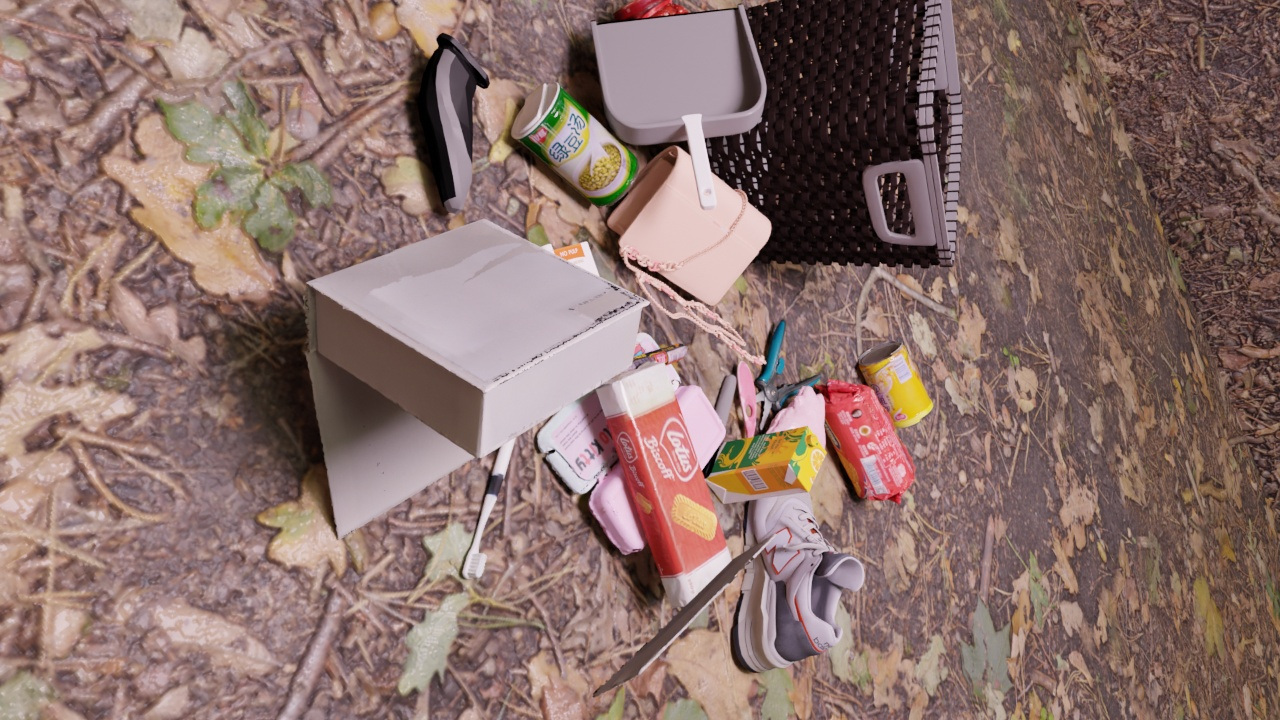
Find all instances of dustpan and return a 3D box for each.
[{"bbox_3d":[0.046,-0.255,0.913,0.163,0.033,0.257,-8,68,-3],"label":"dustpan"}]

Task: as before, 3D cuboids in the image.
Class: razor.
[{"bbox_3d":[-0.170,-0.207,0.818,0.060,0.057,0.156,7,80,-14],"label":"razor"}]

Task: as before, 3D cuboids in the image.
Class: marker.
[{"bbox_3d":[0.084,0.070,1.016,0.022,0.016,0.138,26,57,-11],"label":"marker"}]

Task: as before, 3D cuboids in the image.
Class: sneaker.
[{"bbox_3d":[0.179,0.215,0.986,0.088,0.125,0.239,33,57,-34],"label":"sneaker"}]

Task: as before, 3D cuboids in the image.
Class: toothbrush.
[{"bbox_3d":[-0.121,0.099,0.798,0.012,0.017,0.186,51,44,-49],"label":"toothbrush"},{"bbox_3d":[0.124,0.066,1.050,0.021,0.016,0.135,1,80,-28],"label":"toothbrush"}]

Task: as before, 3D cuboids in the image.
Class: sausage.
[{"bbox_3d":[-0.005,0.005,0.912,0.155,0.020,0.020,-17,90,-41],"label":"sausage"}]

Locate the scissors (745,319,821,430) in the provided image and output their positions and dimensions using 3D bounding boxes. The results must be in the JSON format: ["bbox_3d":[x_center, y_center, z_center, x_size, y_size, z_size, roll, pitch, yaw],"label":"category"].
[{"bbox_3d":[0.175,0.026,1.115,0.118,0.019,0.148,30,64,-31],"label":"scissors"}]

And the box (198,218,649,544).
[{"bbox_3d":[-0.201,0.032,0.730,0.166,0.448,0.165,-31,90,-46],"label":"box"}]

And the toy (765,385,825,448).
[{"bbox_3d":[0.190,0.077,1.086,0.099,0.053,0.095,34,71,-39],"label":"toy"}]

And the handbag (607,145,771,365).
[{"bbox_3d":[0.082,-0.107,0.942,0.198,0.117,0.187,30,20,-36],"label":"handbag"}]

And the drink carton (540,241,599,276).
[{"bbox_3d":[-0.065,-0.052,0.883,0.058,0.040,0.122,-23,94,-46],"label":"drink carton"}]

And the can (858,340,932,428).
[{"bbox_3d":[0.348,0.032,1.252,0.067,0.068,0.105,-40,106,-44],"label":"can"}]

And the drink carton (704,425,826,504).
[{"bbox_3d":[0.134,0.111,0.973,0.041,0.123,0.058,52,47,-20],"label":"drink carton"}]

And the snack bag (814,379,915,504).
[{"bbox_3d":[0.285,0.100,1.158,0.082,0.083,0.176,-41,108,-44],"label":"snack bag"}]

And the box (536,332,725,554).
[{"bbox_3d":[0.000,0.075,0.911,0.153,0.041,0.200,57,45,-15],"label":"box"}]

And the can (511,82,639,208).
[{"bbox_3d":[-0.064,-0.213,0.913,0.121,0.067,0.067,37,54,-32],"label":"can"}]

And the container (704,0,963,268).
[{"bbox_3d":[0.222,-0.261,1.039,0.247,0.244,0.245,56,41,-51],"label":"container"}]

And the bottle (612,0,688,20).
[{"bbox_3d":[0.020,-0.348,1.019,0.098,0.099,0.111,-44,113,-43],"label":"bottle"}]

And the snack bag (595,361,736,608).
[{"bbox_3d":[0.026,0.115,0.868,0.077,0.041,0.225,-21,95,-45],"label":"snack bag"}]
